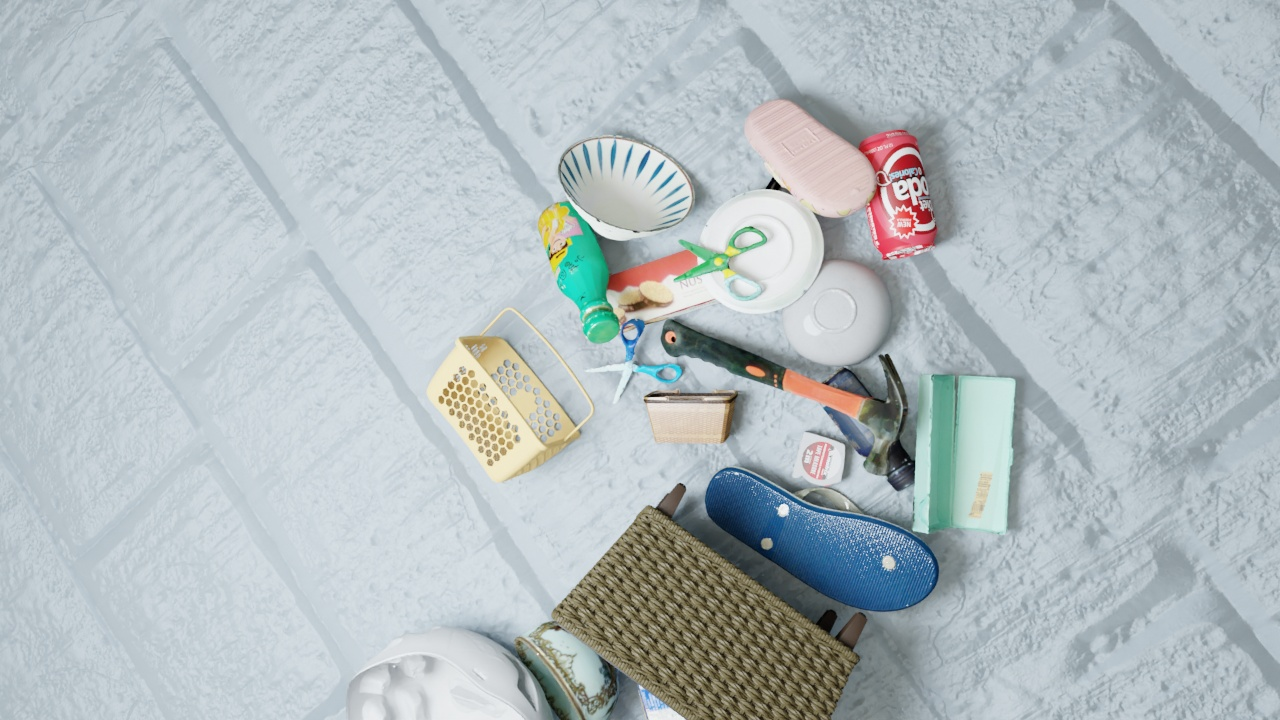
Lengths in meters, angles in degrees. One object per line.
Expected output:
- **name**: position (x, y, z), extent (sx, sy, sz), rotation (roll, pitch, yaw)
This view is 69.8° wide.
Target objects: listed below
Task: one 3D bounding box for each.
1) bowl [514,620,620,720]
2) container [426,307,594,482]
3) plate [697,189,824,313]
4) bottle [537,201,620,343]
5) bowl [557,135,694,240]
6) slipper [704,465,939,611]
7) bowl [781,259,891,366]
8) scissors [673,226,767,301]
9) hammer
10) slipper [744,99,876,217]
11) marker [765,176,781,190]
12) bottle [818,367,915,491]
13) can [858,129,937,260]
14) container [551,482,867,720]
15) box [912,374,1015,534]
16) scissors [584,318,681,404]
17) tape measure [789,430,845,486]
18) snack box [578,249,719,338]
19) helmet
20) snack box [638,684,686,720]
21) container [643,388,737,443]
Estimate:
- **bowl**: position (-0.080, 0.395, 1.181), extent (0.093, 0.160, 0.160), rotation (-32, 79, -25)
- **container**: position (-0.162, 0.044, 1.200), extent (0.167, 0.129, 0.183), rotation (-44, 78, 19)
- **plate**: position (0.144, -0.135, 1.119), extent (0.157, 0.014, 0.157), rotation (-3, 81, 18)
- **bottle**: position (-0.075, -0.111, 1.160), extent (0.068, 0.068, 0.209), rotation (-32, 52, 13)
- **bowl**: position (-0.025, -0.204, 1.175), extent (0.177, 0.176, 0.071), rotation (37, 140, 13)
- **slipper**: position (0.217, 0.216, 1.128), extent (0.295, 0.060, 0.118), rotation (23, 100, 21)
- **bowl**: position (0.237, -0.059, 1.117), extent (0.132, 0.064, 0.132), rotation (0, 90, 16)
- **scissors**: position (0.099, -0.112, 1.116), extent (0.128, 0.012, 0.121), rotation (-23, 75, 14)
- **hammer**: position (0.163, 0.018, 1.115), extent (0.333, 0.033, 0.133), rotation (21, 105, 31)
- **slipper**: position (0.199, -0.233, 1.109), extent (0.093, 0.081, 0.197), rotation (-35, 62, -7)
- **marker**: position (0.170, -0.220, 1.162), extent (0.018, 0.015, 0.134), rotation (37, 100, 34)
- **bottle**: position (0.277, 0.084, 1.110), extent (0.056, 0.056, 0.161), rotation (-39, 83, 12)
- **can**: position (0.304, -0.196, 1.093), extent (0.074, 0.074, 0.142), rotation (-13, 86, 16)
- **container**: position (0.085, 0.308, 1.072), extent (0.321, 0.177, 0.204), rotation (35, 76, 5)
- **box**: position (0.377, 0.110, 1.072), extent (0.110, 0.078, 0.187), rotation (5, 91, 23)
- **scissors**: position (-0.013, -0.001, 1.198), extent (0.127, 0.014, 0.129), rotation (-6, 115, 13)
- **tape measure**: position (0.224, 0.124, 1.144), extent (0.062, 0.020, 0.060), rotation (15, 94, 15)
- **snack box**: position (0.049, -0.099, 1.182), extent (0.273, 0.044, 0.076), rotation (-17, 84, 15)
- **helmet**: position (-0.228, 0.461, 1.181), extent (0.283, 0.183, 0.224), rotation (20, 122, 31)
- **snack box**: position (0.035, 0.422, 1.179), extent (0.060, 0.059, 0.226), rotation (-18, 84, 18)
- **container**: position (0.065, 0.071, 1.171), extent (0.114, 0.063, 0.061), rotation (0, 97, 16)
